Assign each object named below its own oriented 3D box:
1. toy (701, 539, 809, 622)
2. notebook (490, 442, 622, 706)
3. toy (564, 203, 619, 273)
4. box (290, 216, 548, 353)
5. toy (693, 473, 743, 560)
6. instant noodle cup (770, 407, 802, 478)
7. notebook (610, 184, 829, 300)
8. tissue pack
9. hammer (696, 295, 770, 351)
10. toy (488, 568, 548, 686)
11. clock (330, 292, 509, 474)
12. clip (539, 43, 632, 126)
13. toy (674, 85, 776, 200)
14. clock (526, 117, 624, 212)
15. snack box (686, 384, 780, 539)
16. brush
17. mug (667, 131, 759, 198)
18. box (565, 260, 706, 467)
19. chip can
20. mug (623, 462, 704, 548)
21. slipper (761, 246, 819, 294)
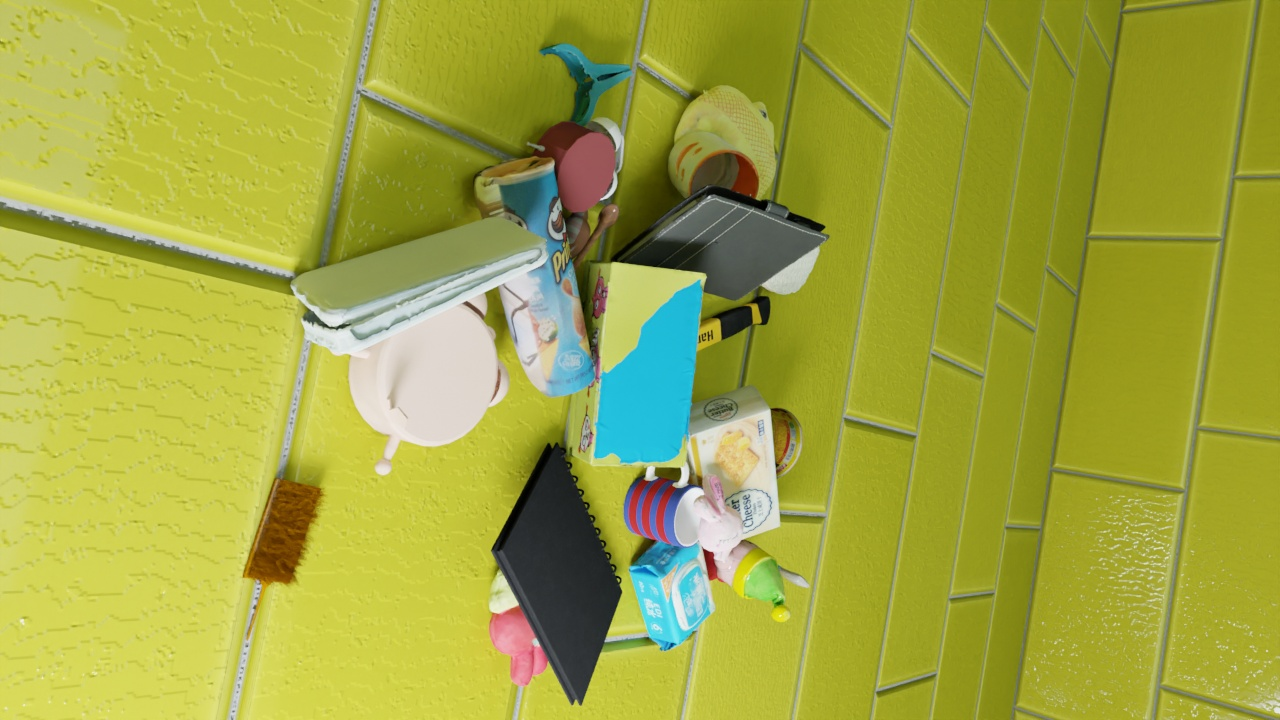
[{"bbox_3d":[0.153,0.295,1.233,0.124,0.132,0.096,35,64,-48],"label":"toy"},{"bbox_3d":[-0.080,0.224,0.981,0.168,0.019,0.232,-65,143,-51],"label":"notebook"},{"bbox_3d":[-0.067,-0.133,0.960,0.055,0.042,0.101,34,52,-7],"label":"toy"},{"bbox_3d":[-0.179,-0.065,0.771,0.213,0.118,0.063,-26,126,-35],"label":"box"},{"bbox_3d":[0.092,0.189,1.085,0.063,0.047,0.110,-55,131,-42],"label":"toy"},{"bbox_3d":[0.145,0.099,1.229,0.112,0.100,0.100,22,79,-41],"label":"instant noodle cup"},{"bbox_3d":[0.096,-0.131,1.053,0.208,0.170,0.029,8,59,-43],"label":"notebook"},{"bbox_3d":[0.044,0.286,1.152,0.092,0.062,0.144,-37,124,-42],"label":"tissue pack"},{"bbox_3d":[0.078,-0.037,1.170,0.323,0.034,0.170,-23,112,-48],"label":"hammer"},{"bbox_3d":[-0.123,0.272,0.957,0.091,0.045,0.135,-27,112,-52],"label":"toy"},{"bbox_3d":[-0.182,0.009,0.817,0.160,0.086,0.131,-41,126,-47],"label":"clock"},{"bbox_3d":[-0.065,-0.297,0.953,0.118,0.033,0.120,43,63,-41],"label":"clip"},{"bbox_3d":[0.113,-0.266,1.148,0.154,0.065,0.170,-43,126,-19],"label":"toy"},{"bbox_3d":[-0.061,-0.200,0.936,0.124,0.044,0.087,-29,137,-41],"label":"clock"},{"bbox_3d":[0.111,0.138,1.149,0.104,0.057,0.208,-18,127,-9],"label":"snack box"},{"bbox_3d":[-0.295,0.162,0.748,0.048,0.017,0.126,26,76,-50],"label":"brush"},{"bbox_3d":[0.082,-0.214,1.061,0.082,0.105,0.082,-6,117,-12],"label":"mug"},{"bbox_3d":[-0.006,0.006,1.004,0.124,0.079,0.221,2,96,-25],"label":"box"},{"bbox_3d":[-0.102,-0.079,0.902,0.079,0.080,0.230,-33,122,-43],"label":"chip can"},{"bbox_3d":[0.031,0.163,1.104,0.074,0.076,0.112,-17,109,-49],"label":"mug"},{"bbox_3d":[0.162,-0.150,1.210,0.272,0.054,0.114,11,111,-59],"label":"slipper"}]
